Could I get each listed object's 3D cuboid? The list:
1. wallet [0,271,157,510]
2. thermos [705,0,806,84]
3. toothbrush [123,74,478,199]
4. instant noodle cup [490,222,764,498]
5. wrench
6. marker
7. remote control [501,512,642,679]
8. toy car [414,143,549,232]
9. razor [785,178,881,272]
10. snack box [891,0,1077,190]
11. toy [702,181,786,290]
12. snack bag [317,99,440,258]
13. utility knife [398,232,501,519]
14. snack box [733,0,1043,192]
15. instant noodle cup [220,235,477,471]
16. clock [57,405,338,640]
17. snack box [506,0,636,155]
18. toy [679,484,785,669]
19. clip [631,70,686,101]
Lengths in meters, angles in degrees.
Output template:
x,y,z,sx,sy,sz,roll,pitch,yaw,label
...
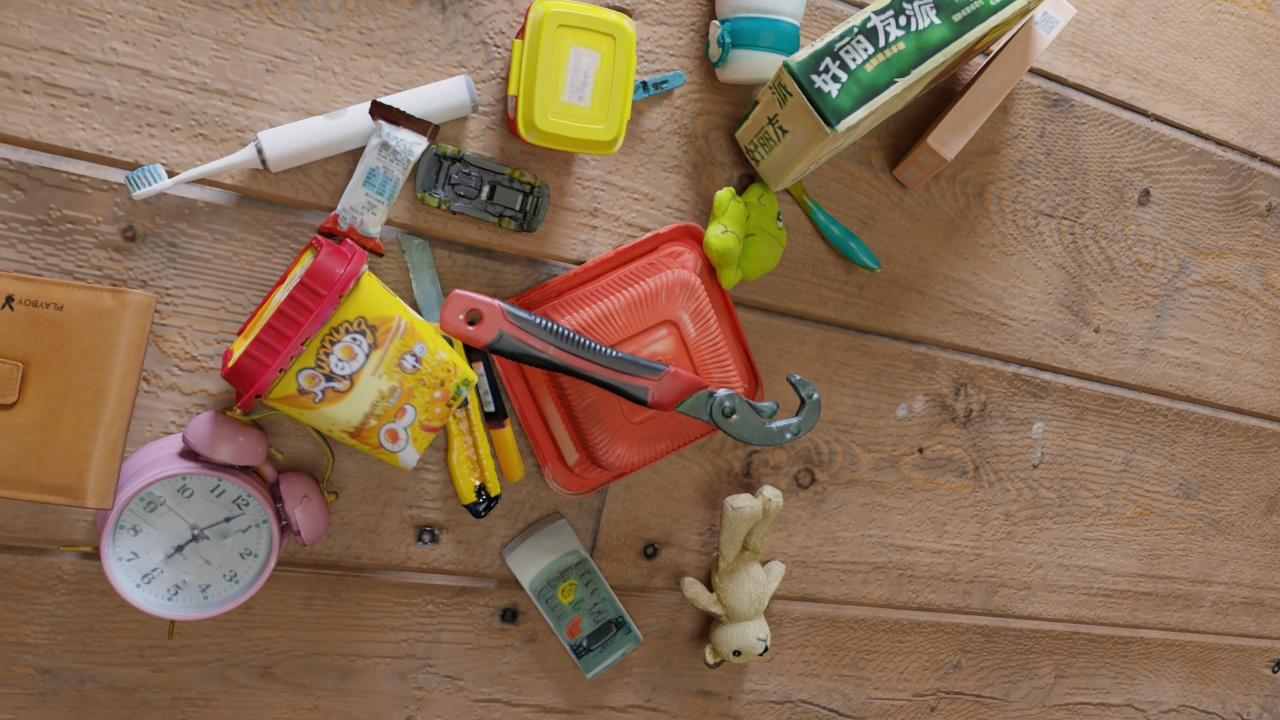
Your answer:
x,y,z,sx,sy,sz,roll,pitch,yaw,label
-0.352,0.016,0.537,0.108,0.031,0.131,9,81,-6,wallet
0.088,-0.309,0.644,0.073,0.073,0.224,1,101,-21,thermos
-0.211,-0.141,0.585,0.220,0.027,0.026,-21,114,-15,toothbrush
-0.004,0.004,0.666,0.188,0.079,0.164,-27,105,-9,instant noodle cup
-0.001,0.008,0.616,0.273,0.016,0.056,16,95,-17,wrench
-0.107,0.031,0.665,0.015,0.018,0.124,-37,116,-54,marker
-0.052,0.184,0.715,0.056,0.019,0.135,-33,110,-12,remote control
-0.108,-0.115,0.624,0.091,0.036,0.043,15,96,-23,toy car
0.145,-0.117,0.724,0.132,0.028,0.043,44,70,-17,razor
0.267,-0.209,0.722,0.026,0.084,0.157,41,84,1,snack box
0.079,-0.093,0.686,0.100,0.031,0.096,27,71,-52,toy
-0.170,-0.114,0.592,0.048,0.026,0.104,20,113,-22,snack bag
-0.136,0.014,0.651,0.033,0.015,0.217,-18,106,-20,utility knife
0.187,-0.221,0.660,0.239,0.115,0.063,-36,89,-14,snack box
-0.179,-0.001,0.578,0.123,0.116,0.116,39,85,-25,instant noodle cup
-0.271,0.096,0.591,0.158,0.060,0.117,-41,113,-10,clock
-0.052,-0.184,0.608,0.082,0.080,0.091,4,99,-23,snack box
0.085,0.174,0.741,0.105,0.066,0.157,-9,112,-37,toy
0.004,-0.196,0.660,0.056,0.041,0.014,-18,105,-10,clip
